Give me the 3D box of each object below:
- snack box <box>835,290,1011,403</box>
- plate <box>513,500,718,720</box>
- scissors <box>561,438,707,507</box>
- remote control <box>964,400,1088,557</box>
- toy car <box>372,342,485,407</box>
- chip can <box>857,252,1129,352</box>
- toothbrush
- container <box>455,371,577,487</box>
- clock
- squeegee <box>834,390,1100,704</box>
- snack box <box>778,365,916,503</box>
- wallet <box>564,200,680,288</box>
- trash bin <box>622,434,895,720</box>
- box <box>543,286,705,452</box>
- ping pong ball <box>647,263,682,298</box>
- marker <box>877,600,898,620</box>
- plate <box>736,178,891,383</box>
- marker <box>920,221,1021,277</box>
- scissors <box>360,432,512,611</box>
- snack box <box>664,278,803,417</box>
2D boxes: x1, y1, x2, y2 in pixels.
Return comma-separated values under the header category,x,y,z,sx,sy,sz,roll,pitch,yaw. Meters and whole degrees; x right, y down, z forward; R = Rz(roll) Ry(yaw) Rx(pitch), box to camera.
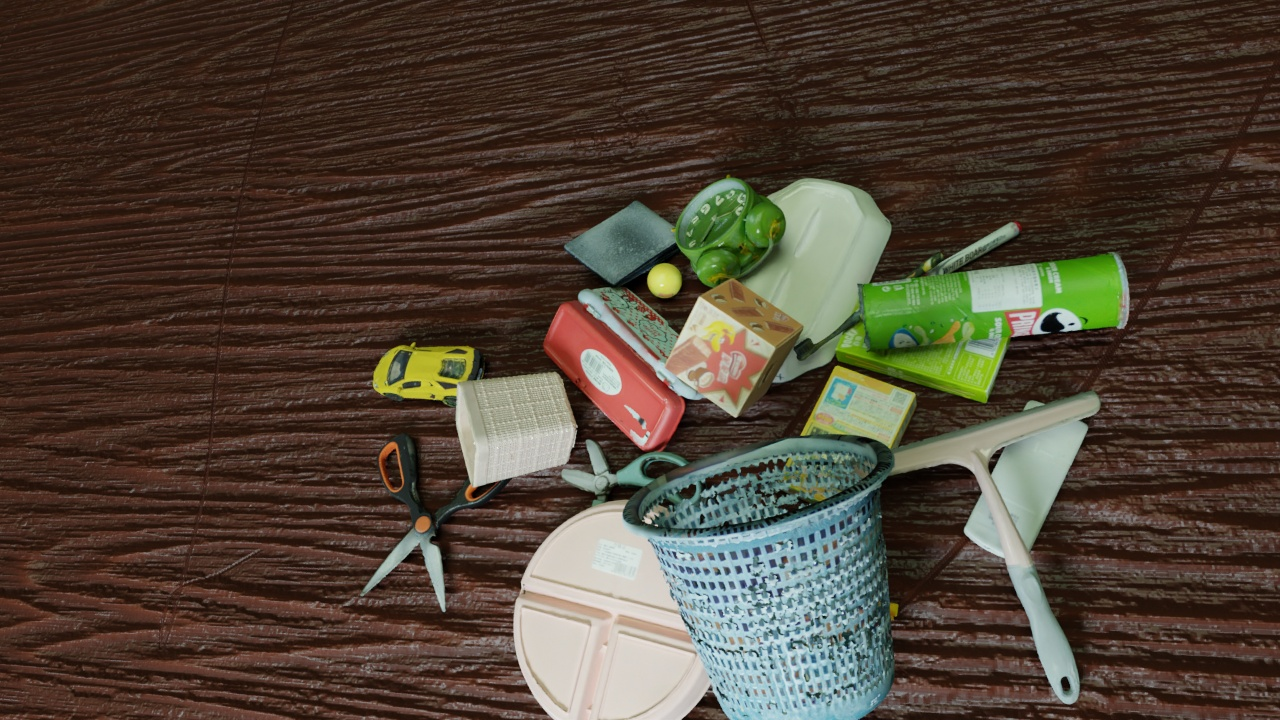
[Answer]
category,x,y,z,sx,sy,sz,roll,pitch,yaw
snack box,0.288,-0.019,0.936,0.156,0.026,0.085,17,69,26
plate,-0.027,0.245,0.884,0.230,0.028,0.229,-10,65,23
scissors,-0.019,0.162,0.940,0.170,0.019,0.180,9,77,27
remote control,0.355,0.110,0.845,0.058,0.021,0.149,27,75,21
toy car,-0.257,0.015,1.101,0.156,0.041,0.071,2,64,22
chip can,0.332,-0.055,0.881,0.236,0.072,0.072,-6,61,15
toothbrush,0.236,-0.058,0.949,0.186,0.017,0.012,-35,20,-2
container,-0.133,0.071,0.982,0.110,0.090,0.089,-9,56,-19
clock,0.099,-0.139,1.011,0.116,0.056,0.161,-44,36,10
squeegee,0.324,0.168,0.793,0.248,0.040,0.249,-18,69,6
snack box,0.205,0.081,0.908,0.087,0.034,0.140,21,70,27
wallet,-0.017,-0.140,1.095,0.120,0.019,0.097,-34,54,-23
trash bin,0.116,0.188,0.766,0.227,0.226,0.195,-13,98,12
box,-0.004,0.003,1.020,0.201,0.100,0.102,43,121,31
ping pong ball,0.028,-0.092,1.057,0.040,0.040,0.040,-8,61,15
marker,0.175,0.223,0.851,0.124,0.018,0.015,4,60,22
plate,0.169,-0.101,1.016,0.162,0.034,0.265,20,71,27
marker,0.336,-0.106,0.972,0.145,0.017,0.017,-29,57,2
scissors,-0.229,0.166,1.021,0.221,0.022,0.233,-32,56,1
snack box,0.095,-0.014,0.936,0.094,0.076,0.093,36,123,16
